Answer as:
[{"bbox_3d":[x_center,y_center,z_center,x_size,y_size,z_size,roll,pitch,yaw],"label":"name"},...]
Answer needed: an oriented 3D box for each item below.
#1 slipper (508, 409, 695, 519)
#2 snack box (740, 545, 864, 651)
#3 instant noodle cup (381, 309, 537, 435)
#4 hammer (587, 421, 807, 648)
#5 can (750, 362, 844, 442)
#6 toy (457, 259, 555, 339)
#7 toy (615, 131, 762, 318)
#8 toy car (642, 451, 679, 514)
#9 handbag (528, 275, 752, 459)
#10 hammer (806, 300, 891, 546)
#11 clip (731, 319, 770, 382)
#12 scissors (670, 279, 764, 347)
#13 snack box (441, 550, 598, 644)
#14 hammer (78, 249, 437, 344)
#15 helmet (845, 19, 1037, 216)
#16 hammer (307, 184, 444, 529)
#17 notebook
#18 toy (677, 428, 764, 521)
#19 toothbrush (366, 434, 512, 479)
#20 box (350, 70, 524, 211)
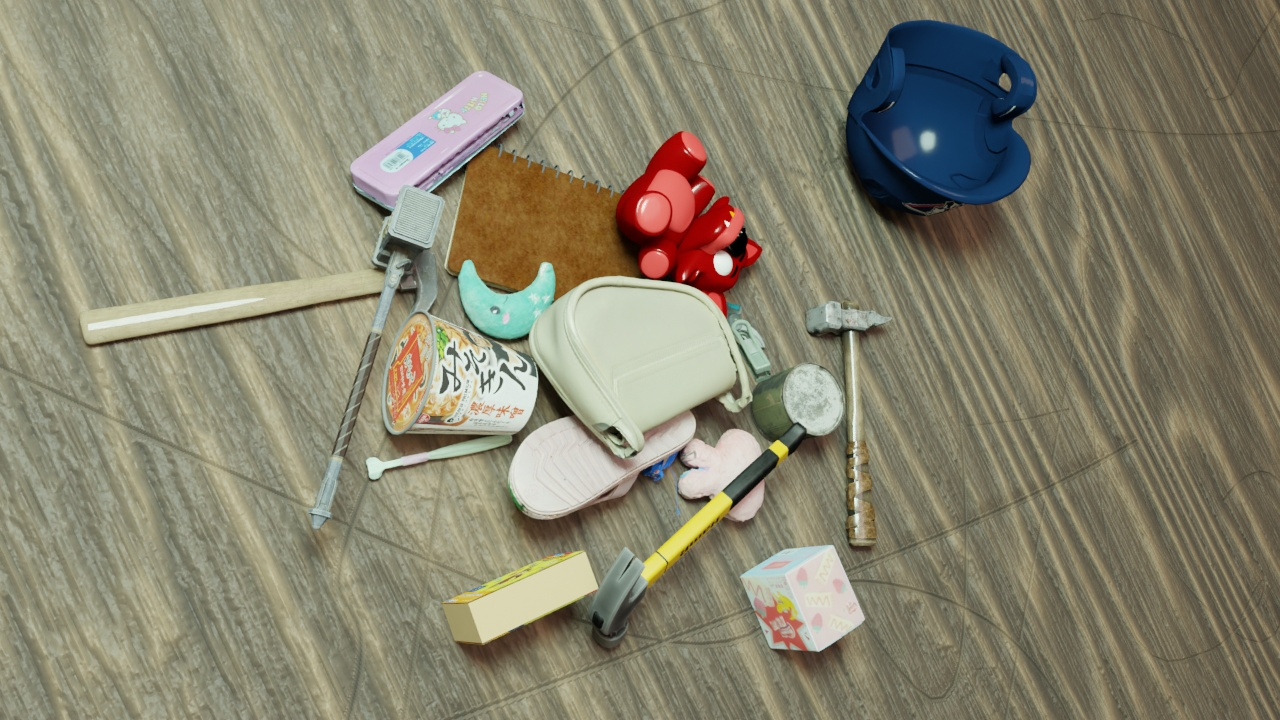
[{"bbox_3d":[-0.044,0.102,0.984,0.238,0.065,0.094,-23,67,-36],"label":"slipper"},{"bbox_3d":[0.184,0.272,1.050,0.079,0.093,0.094,-22,88,-31],"label":"snack box"},{"bbox_3d":[-0.177,0.023,0.919,0.121,0.124,0.123,14,70,-34],"label":"instant noodle cup"},{"bbox_3d":[0.070,0.166,0.970,0.034,0.170,0.323,41,60,21],"label":"hammer"},{"bbox_3d":[0.191,0.054,1.124,0.089,0.075,0.089,7,73,-25],"label":"can"},{"bbox_3d":[-0.144,-0.065,0.990,0.105,0.033,0.085,0,99,-19],"label":"toy"},{"bbox_3d":[0.063,-0.146,1.065,0.197,0.121,0.158,44,52,-24],"label":"toy"},{"bbox_3d":[0.040,0.121,1.046,0.062,0.033,0.091,37,62,-7],"label":"toy car"},{"bbox_3d":[-0.006,0.006,0.993,0.228,0.132,0.184,-20,84,-41],"label":"handbag"},{"bbox_3d":[0.279,0.077,1.184,0.121,0.049,0.318,7,75,-29],"label":"hammer"},{"bbox_3d":[0.123,-0.012,1.025,0.023,0.044,0.076,-18,51,-8],"label":"clip"},{"bbox_3d":[0.095,-0.058,1.136,0.137,0.019,0.136,-16,86,-31],"label":"scissors"},{"bbox_3d":[-0.119,0.232,0.902,0.125,0.088,0.040,-18,86,-31],"label":"snack box"},{"bbox_3d":[-0.355,-0.063,0.892,0.330,0.031,0.119,-13,83,-31],"label":"hammer"},{"bbox_3d":[0.394,-0.295,1.233,0.232,0.224,0.271,-2,47,-14],"label":"helmet"},{"bbox_3d":[-0.255,-0.002,0.859,0.044,0.099,0.321,19,70,-21],"label":"hammer"},{"bbox_3d":[-0.100,-0.146,1.052,0.225,0.024,0.167,16,71,-24],"label":"notebook"},{"bbox_3d":[0.094,0.131,1.068,0.105,0.053,0.108,10,74,-14],"label":"toy"},{"bbox_3d":[-0.202,0.095,0.938,0.154,0.015,0.022,-11,83,-30],"label":"toothbrush"},{"bbox_3d":[-0.215,-0.239,0.995,0.076,0.033,0.213,32,59,17],"label":"box"}]
